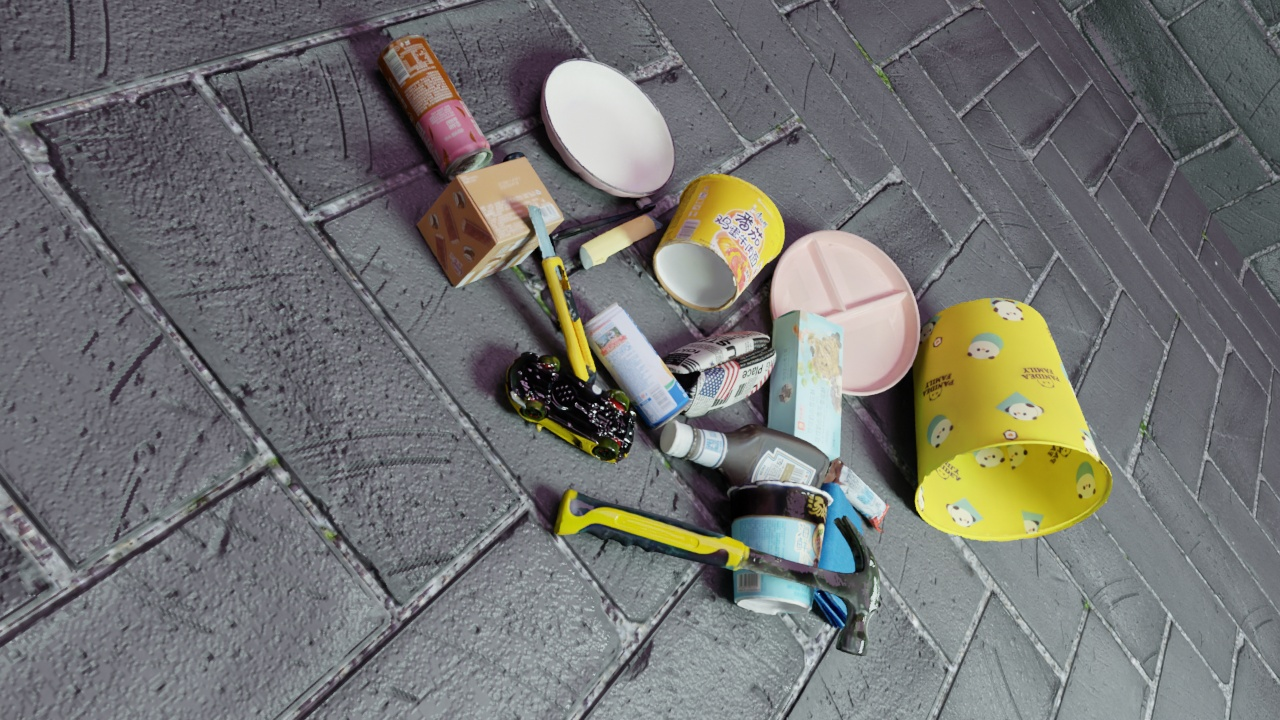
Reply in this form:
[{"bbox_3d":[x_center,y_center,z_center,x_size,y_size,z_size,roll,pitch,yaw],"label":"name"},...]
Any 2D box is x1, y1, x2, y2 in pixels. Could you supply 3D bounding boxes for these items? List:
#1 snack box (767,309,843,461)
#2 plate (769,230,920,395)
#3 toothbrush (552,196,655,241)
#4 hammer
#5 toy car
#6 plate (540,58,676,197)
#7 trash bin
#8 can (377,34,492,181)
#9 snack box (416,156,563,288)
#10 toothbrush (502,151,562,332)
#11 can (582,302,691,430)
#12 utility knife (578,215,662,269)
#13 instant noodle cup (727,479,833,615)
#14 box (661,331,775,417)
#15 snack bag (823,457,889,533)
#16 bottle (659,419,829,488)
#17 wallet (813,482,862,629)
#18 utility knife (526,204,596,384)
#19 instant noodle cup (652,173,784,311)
[{"bbox_3d":[0.199,0.032,1.106,0.074,0.052,0.174,18,67,-31],"label":"snack box"},{"bbox_3d":[0.268,-0.062,1.214,0.229,0.028,0.229,7,71,-21],"label":"plate"},{"bbox_3d":[-0.042,-0.165,1.068,0.180,0.016,0.018,-29,80,-45],"label":"toothbrush"},{"bbox_3d":[0.078,0.181,0.880,0.323,0.032,0.126,17,73,-7],"label":"hammer"},{"bbox_3d":[-0.069,0.046,0.908,0.155,0.041,0.071,31,50,-24],"label":"toy car"},{"bbox_3d":[-0.043,-0.275,1.112,0.192,0.039,0.192,19,55,-30],"label":"plate"},{"bbox_3d":[0.467,0.072,1.214,0.229,0.230,0.254,27,46,-25],"label":"trash bin"},{"bbox_3d":[-0.214,-0.263,0.954,0.057,0.058,0.147,-27,85,-44],"label":"can"},{"bbox_3d":[-0.149,-0.137,0.909,0.092,0.095,0.077,-30,86,-44],"label":"snack box"},{"bbox_3d":[-0.107,-0.126,0.988,0.027,0.026,0.212,-17,76,-8],"label":"toothbrush"},{"bbox_3d":[-0.006,0.006,0.974,0.134,0.053,0.053,54,45,-1],"label":"can"},{"bbox_3d":[-0.021,-0.143,1.071,0.167,0.018,0.031,-34,94,-43],"label":"utility knife"},{"bbox_3d":[0.142,0.199,0.957,0.111,0.111,0.120,21,62,-29],"label":"instant noodle cup"},{"bbox_3d":[0.096,0.017,1.055,0.162,0.076,0.088,-17,101,-46],"label":"box"},{"bbox_3d":[0.268,0.166,1.124,0.105,0.026,0.045,43,56,-11],"label":"snack bag"},{"bbox_3d":[0.112,0.106,1.001,0.194,0.080,0.044,18,12,-25],"label":"bottle"},{"bbox_3d":[0.218,0.218,1.023,0.106,0.040,0.132,54,40,-42],"label":"wallet"},{"bbox_3d":[-0.076,-0.059,0.907,0.033,0.015,0.209,-56,137,-51],"label":"utility knife"},{"bbox_3d":[0.086,-0.132,1.078,0.138,0.138,0.109,42,54,-13],"label":"instant noodle cup"}]
